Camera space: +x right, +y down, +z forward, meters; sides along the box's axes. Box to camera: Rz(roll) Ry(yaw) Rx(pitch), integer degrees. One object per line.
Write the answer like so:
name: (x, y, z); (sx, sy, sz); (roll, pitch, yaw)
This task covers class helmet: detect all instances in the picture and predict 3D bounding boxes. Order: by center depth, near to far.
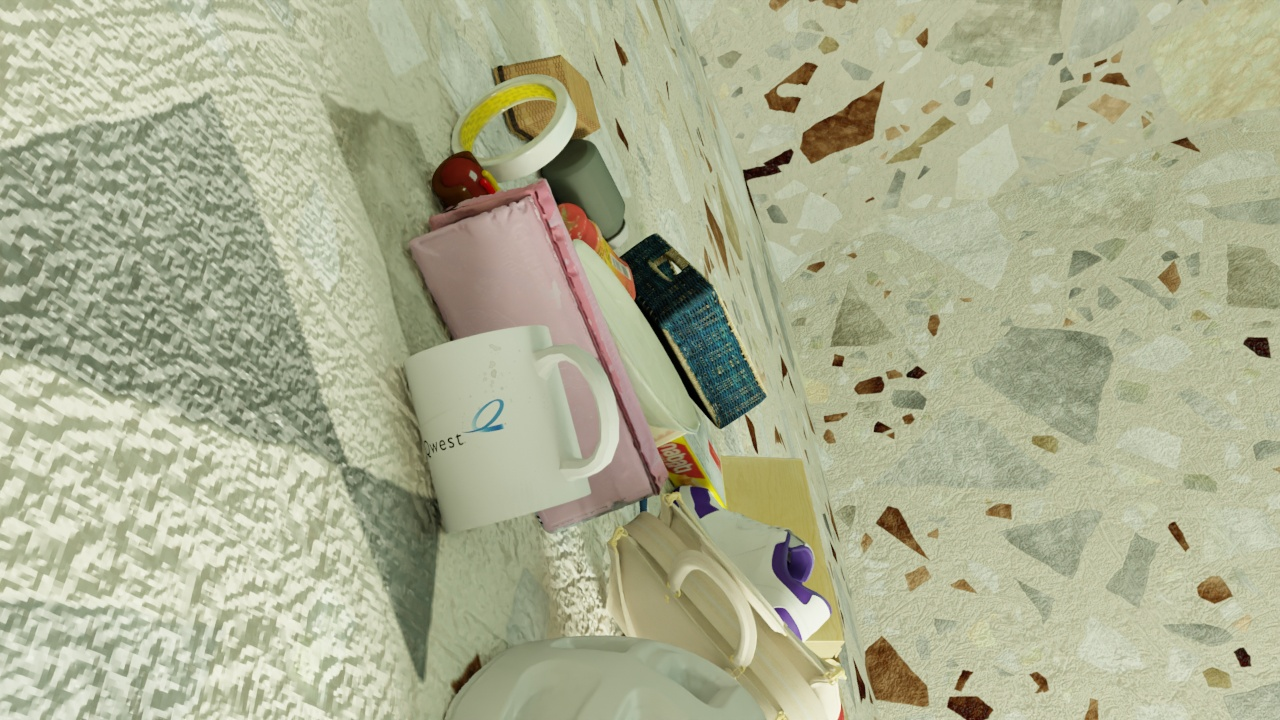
helmet: (-0.008, 0.294, 0.483); (0.224, 0.184, 0.282); (28, 68, -65)

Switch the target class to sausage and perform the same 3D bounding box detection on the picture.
sausage: (-0.100, -0.091, 0.672); (0.155, 0.040, 0.040); (56, 23, -52)

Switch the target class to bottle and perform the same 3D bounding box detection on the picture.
bottle: (-0.049, -0.094, 0.854); (0.134, 0.048, 0.071); (50, 27, -59)
bottle: (-0.051, -0.159, 0.899); (0.108, 0.060, 0.060); (60, 20, -43)

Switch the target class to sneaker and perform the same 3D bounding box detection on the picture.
sneaker: (0.111, 0.194, 0.930); (0.244, 0.111, 0.092); (-118, -174, -55)

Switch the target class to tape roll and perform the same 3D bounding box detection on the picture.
tape roll: (-0.093, -0.171, 0.674); (0.019, 0.094, 0.093); (57, 22, -50)

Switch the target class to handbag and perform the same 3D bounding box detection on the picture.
handbag: (0.051, 0.176, 0.614); (0.194, 0.101, 0.198); (45, -22, 28)

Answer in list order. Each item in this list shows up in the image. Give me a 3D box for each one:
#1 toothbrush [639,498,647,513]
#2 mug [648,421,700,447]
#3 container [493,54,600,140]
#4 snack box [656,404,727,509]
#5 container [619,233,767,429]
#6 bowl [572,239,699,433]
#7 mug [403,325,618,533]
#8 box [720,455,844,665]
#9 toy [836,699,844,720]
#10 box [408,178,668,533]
toothbrush: (0.000, 0.105, 0.892); (0.017, 0.016, 0.189); (53, 24, -38)
mug: (-0.016, 0.031, 0.807); (0.111, 0.085, 0.104); (-22, 87, -47)
container: (-0.083, -0.240, 0.859); (0.114, 0.061, 0.063); (0, 74, -76)
snack box: (0.049, 0.094, 1.042); (0.201, 0.042, 0.092); (59, 20, -48)
container: (0.052, -0.031, 1.024); (0.145, 0.071, 0.187); (50, -6, 48)
bowl: (-0.025, -0.005, 0.714); (0.177, 0.058, 0.176); (55, 10, -15)
mug: (-0.065, 0.033, 0.504); (0.083, 0.120, 0.096); (-8, 81, -60)
box: (0.161, 0.251, 1.120); (0.179, 0.142, 0.248); (73, 10, -50)
toy: (0.104, 0.318, 0.767); (0.217, 0.098, 0.147); (105, -23, -53)
box: (-0.067, 0.006, 0.607); (0.080, 0.099, 0.233); (-50, 127, -48)
